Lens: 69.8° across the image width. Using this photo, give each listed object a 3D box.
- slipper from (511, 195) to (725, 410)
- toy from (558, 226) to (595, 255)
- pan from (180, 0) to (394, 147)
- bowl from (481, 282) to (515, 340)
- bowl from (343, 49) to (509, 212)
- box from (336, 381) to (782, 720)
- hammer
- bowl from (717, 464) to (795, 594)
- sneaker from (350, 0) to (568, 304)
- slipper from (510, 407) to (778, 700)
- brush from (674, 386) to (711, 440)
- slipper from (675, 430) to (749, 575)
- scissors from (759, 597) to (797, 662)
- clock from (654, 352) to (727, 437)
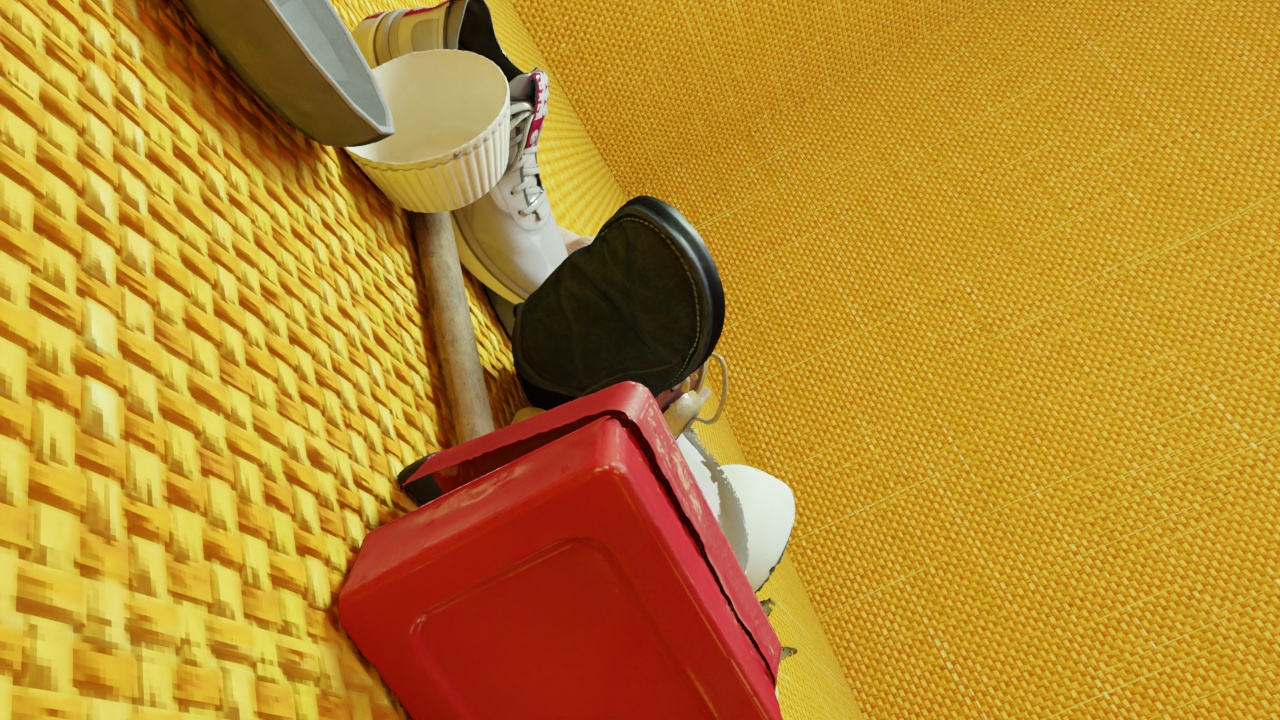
[{"bbox_3d":[-0.042,-0.004,0.607,0.109,0.083,0.266,56,-35,3],"label":"slipper"},{"bbox_3d":[-0.063,-0.052,0.937,0.196,0.065,0.265,28,-24,21],"label":"toy"},{"bbox_3d":[-0.232,-0.246,0.551,0.179,0.041,0.357,56,4,-47],"label":"pan"},{"bbox_3d":[-0.095,-0.052,0.811,0.114,0.045,0.114,62,7,-14],"label":"bowl"},{"bbox_3d":[-0.139,-0.148,0.616,0.063,0.115,0.115,79,-9,-53],"label":"bowl"},{"bbox_3d":[-0.025,0.108,0.376,0.157,0.135,0.112,61,18,-14],"label":"box"},{"bbox_3d":[-0.115,-0.013,0.568,0.129,0.040,0.321,50,13,-46],"label":"hammer"},{"bbox_3d":[0.066,0.158,0.857,0.073,0.153,0.153,38,15,-16],"label":"bowl"},{"bbox_3d":[-0.106,-0.161,0.708,0.263,0.129,0.096,61,39,-19],"label":"sneaker"},{"bbox_3d":[-0.024,0.124,0.564,0.261,0.079,0.111,43,-14,42],"label":"slipper"},{"bbox_3d":[0.026,0.062,0.763,0.012,0.039,0.150,38,40,4],"label":"brush"},{"bbox_3d":[0.006,0.098,0.794,0.246,0.112,0.075,56,-26,20],"label":"slipper"},{"bbox_3d":[0.039,0.181,0.613,0.142,0.015,0.210,59,-35,31],"label":"scissors"},{"bbox_3d":[-0.004,0.004,0.715,0.081,0.159,0.117,-25,128,-52],"label":"clock"}]
